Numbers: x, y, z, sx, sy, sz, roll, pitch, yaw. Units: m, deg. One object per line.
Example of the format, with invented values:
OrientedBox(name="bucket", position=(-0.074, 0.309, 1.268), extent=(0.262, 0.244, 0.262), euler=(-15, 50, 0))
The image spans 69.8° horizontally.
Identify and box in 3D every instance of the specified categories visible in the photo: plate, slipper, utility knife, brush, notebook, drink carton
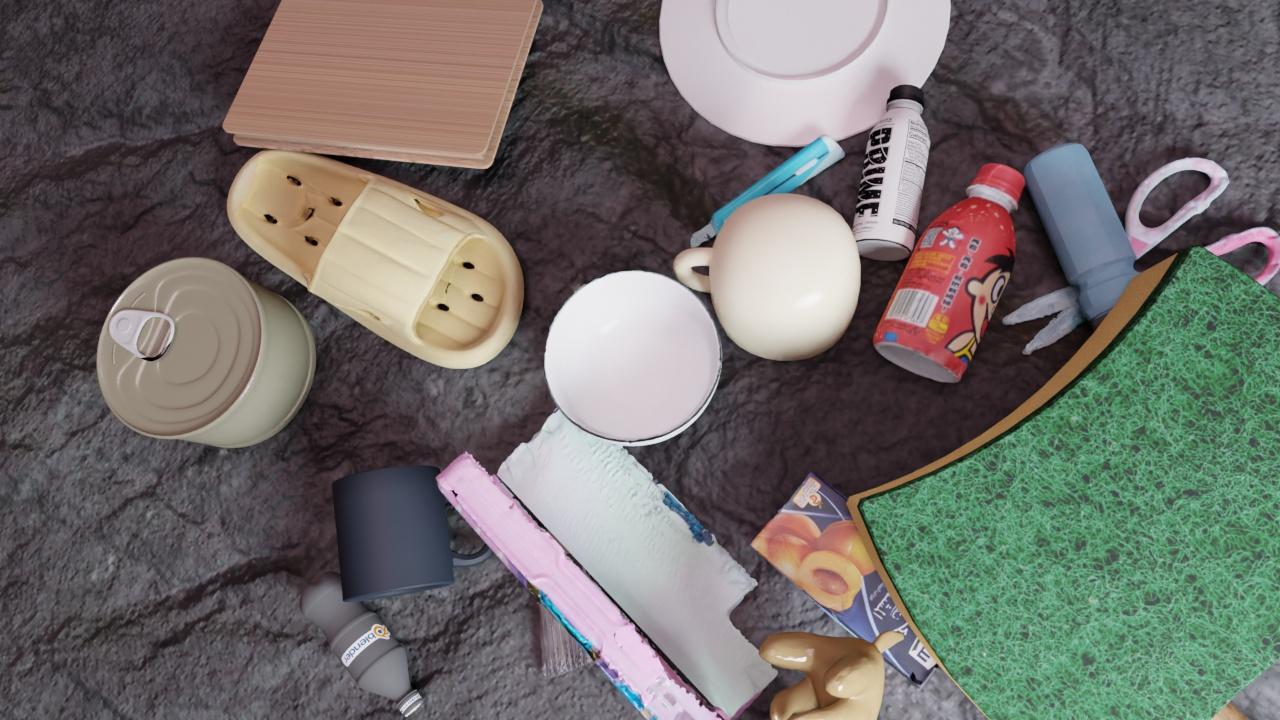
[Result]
OrientedBox(name="plate", position=(0.116, -0.254, 0.664), extent=(0.209, 0.015, 0.208), euler=(-2, 78, 10))
OrientedBox(name="slipper", position=(-0.201, -0.091, 0.659), extent=(0.261, 0.079, 0.111), euler=(27, 81, 16))
OrientedBox(name="utility knife", position=(0.086, -0.115, 0.640), extent=(0.124, 0.015, 0.022), euler=(-36, 116, 4))
OrientedBox(name="brush", position=(-0.054, 0.133, 0.615), extent=(0.039, 0.012, 0.151), euler=(-9, 75, 8))
OrientedBox(name="notebook", position=(-0.192, -0.229, 0.697), extent=(0.210, 0.022, 0.168), euler=(8, 67, 12))
OrientedBox(name="brush", position=(0.260, 0.087, 0.487), extent=(0.250, 0.075, 0.195), euler=(-38, 80, 2))
OrientedBox(name="drink carton", position=(0.137, 0.133, 0.563), extent=(0.130, 0.040, 0.064), euler=(39, 88, 16))

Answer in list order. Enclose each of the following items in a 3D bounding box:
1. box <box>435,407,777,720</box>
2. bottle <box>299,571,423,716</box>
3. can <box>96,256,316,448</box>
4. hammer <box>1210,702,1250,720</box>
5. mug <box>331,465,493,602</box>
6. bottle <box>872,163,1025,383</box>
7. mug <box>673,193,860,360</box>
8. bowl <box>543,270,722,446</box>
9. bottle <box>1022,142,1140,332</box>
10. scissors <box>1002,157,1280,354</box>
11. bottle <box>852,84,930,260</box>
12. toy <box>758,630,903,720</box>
OrientedBox(name="box", position=(-0.008, 0.124, 0.562), extent=(0.105, 0.086, 0.230), euler=(-44, 78, -9))
OrientedBox(name="bottle", position=(-0.185, 0.191, 0.615), extent=(0.036, 0.036, 0.110), euler=(-45, 74, -1))
OrientedBox(name="can", position=(-0.309, -0.003, 0.661), extent=(0.128, 0.073, 0.127), euler=(-2, 77, 10))
OrientedBox(name="hammer", position=(0.358, 0.239, 0.502), extent=(0.322, 0.040, 0.129), euler=(43, 92, 17))
OrientedBox(name="mug", position=(-0.148, 0.114, 0.614), extent=(0.105, 0.071, 0.077), euler=(-6, 75, -18))
OrientedBox(name="bottle", position=(0.202, -0.058, 0.581), extent=(0.062, 0.062, 0.137), euler=(26, 85, 15))
OrientedBox(name="mug", position=(0.079, -0.056, 0.584), extent=(0.120, 0.100, 0.096), euler=(6, 79, 12))
OrientedBox(name="bowl", position=(-0.004, 0.004, 0.604), extent=(0.113, 0.063, 0.113), euler=(-1, 75, 5))
OrientedBox(name="bottle", position=(0.280, -0.070, 0.568), extent=(0.040, 0.040, 0.130), euler=(-18, 74, 6))
OrientedBox(name="scissors", position=(0.305, -0.069, 0.591), extent=(0.179, 0.016, 0.105), euler=(-21, 75, 10))
OrientedBox(name="bottle", position=(0.169, -0.127, 0.613), extent=(0.041, 0.041, 0.116), euler=(10, 80, 13))
OrientedBox(name="toy", position=(0.106, 0.205, 0.498), extent=(0.134, 0.105, 0.108), euler=(7, 96, 56))
